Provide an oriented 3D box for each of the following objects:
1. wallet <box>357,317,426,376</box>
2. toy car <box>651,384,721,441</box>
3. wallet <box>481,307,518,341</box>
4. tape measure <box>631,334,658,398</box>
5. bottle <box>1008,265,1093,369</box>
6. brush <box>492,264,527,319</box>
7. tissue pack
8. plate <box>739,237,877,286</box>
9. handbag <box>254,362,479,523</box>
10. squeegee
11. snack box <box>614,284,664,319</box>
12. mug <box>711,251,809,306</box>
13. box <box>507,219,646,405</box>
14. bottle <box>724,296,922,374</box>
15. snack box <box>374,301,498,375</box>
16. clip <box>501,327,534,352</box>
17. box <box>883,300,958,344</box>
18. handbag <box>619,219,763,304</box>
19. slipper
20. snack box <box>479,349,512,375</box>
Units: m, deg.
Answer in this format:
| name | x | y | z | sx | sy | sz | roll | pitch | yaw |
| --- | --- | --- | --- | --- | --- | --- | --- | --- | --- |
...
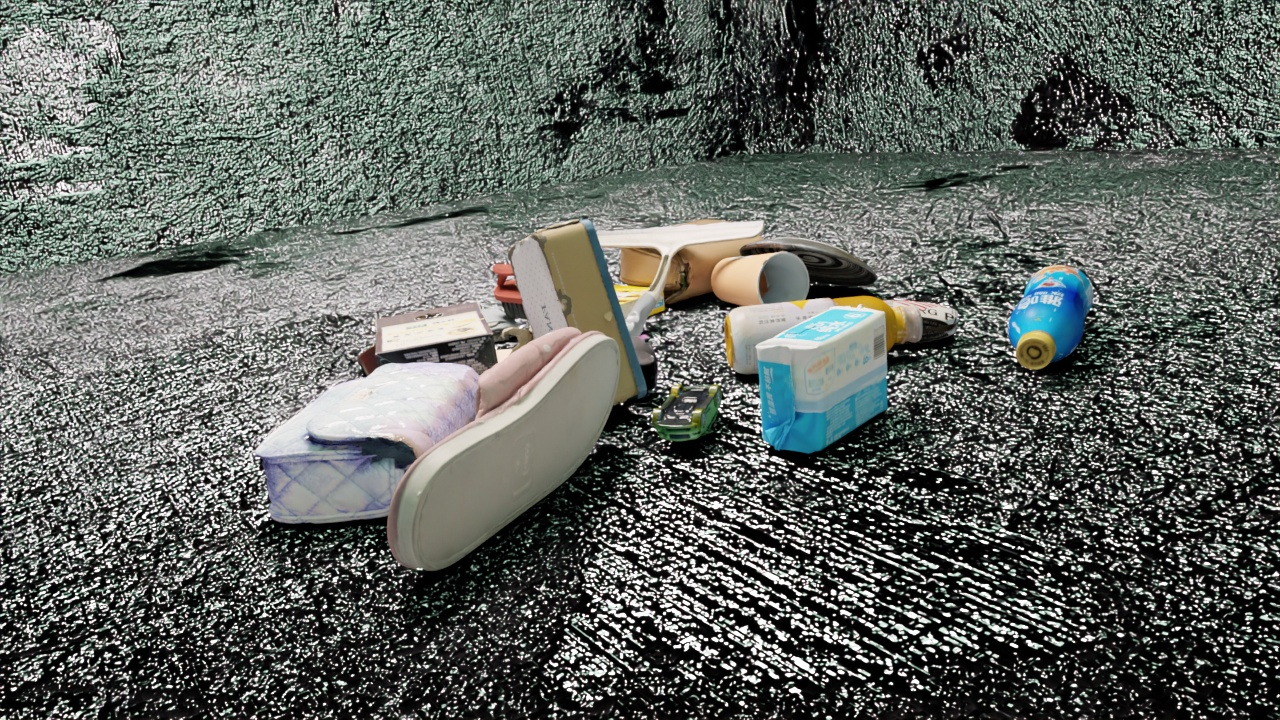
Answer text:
| name | x | y | z | sx | sy | sz | roll | pitch | yaw |
| --- | --- | --- | --- | --- | --- | --- | --- | --- | --- |
| wallet | -0.270 | -0.008 | 1.044 | 0.096 | 0.020 | 0.122 | -36 | 26 | -13 |
| toy car | 0.041 | 0.045 | 0.767 | 0.043 | 0.036 | 0.091 | 1 | 17 | 20 |
| wallet | -0.229 | -0.041 | 1.157 | 0.129 | 0.037 | 0.107 | -13 | 17 | -23 |
| tape measure | -0.005 | 0.005 | 0.881 | 0.039 | 0.057 | 0.058 | -10 | 40 | -19 |
| bottle | 0.389 | -0.038 | 0.875 | 0.065 | 0.065 | 0.218 | 4 | 20 | 30 |
| brush | -0.126 | -0.088 | 1.124 | 0.146 | 0.069 | 0.063 | 8 | 34 | 40 |
| tissue pack | 0.148 | 0.012 | 0.744 | 0.063 | 0.090 | 0.139 | 9 | 23 | 41 |
| plate | 0.216 | -0.131 | 1.183 | 0.179 | 0.024 | 0.179 | 13 | -4 | 1 |
| handbag | -0.212 | 0.058 | 0.742 | 0.134 | 0.076 | 0.193 | -4 | 17 | 6 |
| squeegee | 0.011 | -0.083 | 1.125 | 0.247 | 0.039 | 0.245 | 0 | 41 | 23 |
| snack box | -0.045 | -0.066 | 1.186 | 0.087 | 0.034 | 0.140 | 9 | 20 | 40 |
| mug | 0.145 | -0.100 | 1.165 | 0.078 | 0.078 | 0.123 | -14 | 14 | -26 |
| box | -0.057 | -0.030 | 0.829 | 0.059 | 0.184 | 0.090 | -23 | 8 | -28 |
| bottle | 0.180 | -0.027 | 0.906 | 0.189 | 0.068 | 0.068 | -6 | 16 | 0 |
| snack box | -0.210 | -0.016 | 0.936 | 0.113 | 0.053 | 0.125 | -11 | 16 | -13 |
| clip | -0.116 | -0.025 | 1.073 | 0.093 | 0.035 | 0.103 | -1 | 9 | 31 |
| box | 0.249 | -0.044 | 0.966 | 0.164 | 0.057 | 0.071 | -2 | 0 | 13 |
| handbag | 0.074 | -0.138 | 1.285 | 0.204 | 0.100 | 0.148 | -17 | 27 | -34 |
| slipper | -0.094 | 0.053 | 0.661 | 0.054 | 0.114 | 0.273 | 15 | 30 | 22 |
| snack box | -0.181 | 0.023 | 0.938 | 0.084 | 0.026 | 0.157 | -6 | 16 | 3 |
